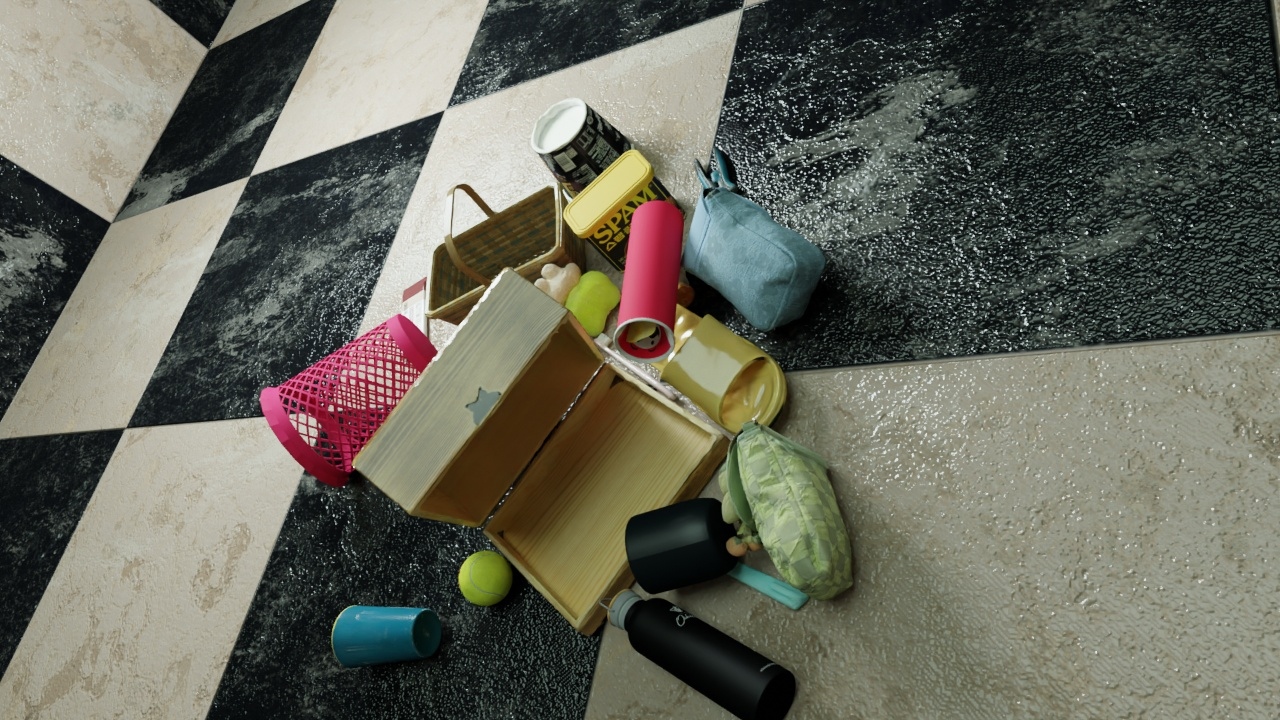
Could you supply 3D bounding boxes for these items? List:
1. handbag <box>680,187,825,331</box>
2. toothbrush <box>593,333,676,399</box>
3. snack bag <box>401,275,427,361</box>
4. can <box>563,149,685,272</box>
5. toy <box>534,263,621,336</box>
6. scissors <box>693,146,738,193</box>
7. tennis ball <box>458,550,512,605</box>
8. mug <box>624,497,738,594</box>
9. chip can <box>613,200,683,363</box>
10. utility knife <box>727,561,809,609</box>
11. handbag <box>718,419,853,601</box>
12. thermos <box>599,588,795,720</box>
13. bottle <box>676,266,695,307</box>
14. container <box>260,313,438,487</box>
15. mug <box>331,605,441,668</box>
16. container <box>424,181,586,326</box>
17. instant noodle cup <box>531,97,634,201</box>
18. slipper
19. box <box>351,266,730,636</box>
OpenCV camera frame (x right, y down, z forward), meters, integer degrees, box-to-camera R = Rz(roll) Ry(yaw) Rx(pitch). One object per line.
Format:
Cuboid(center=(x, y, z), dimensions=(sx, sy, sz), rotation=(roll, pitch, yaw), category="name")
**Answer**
Cuboid(center=(0.139, -0.126, 1.103), dimensions=(0.192, 0.118, 0.122), rotation=(40, 129, 36), category="handbag")
Cuboid(center=(-0.007, 0.007, 1.186), dimensions=(0.018, 0.016, 0.181), rotation=(-47, 44, -7), category="toothbrush")
Cuboid(center=(-0.372, -0.071, 1.515), dimensions=(0.057, 0.013, 0.157), rotation=(-29, 48, 21), category="snack bag")
Cuboid(center=(-0.019, -0.204, 1.272), dimensions=(0.135, 0.104, 0.075), rotation=(-41, 45, 7), category="can")
Cuboid(center=(-0.088, -0.088, 1.256), dimensions=(0.092, 0.115, 0.046), rotation=(-62, 7, -10), category="toy")
Cuboid(center=(0.110, -0.246, 1.264), dimensions=(0.128, 0.019, 0.140), rotation=(13, 72, 41), category="scissors")
Cuboid(center=(-0.188, 0.264, 1.115), dimensions=(0.065, 0.065, 0.065), rotation=(-19, 52, 26), category="tennis ball")
Cuboid(center=(0.050, 0.185, 0.972), dimensions=(0.095, 0.085, 0.121), rotation=(-20, 12, 23), category="mug")
Cuboid(center=(0.014, -0.099, 1.102), dimensions=(0.069, 0.069, 0.220), rotation=(-20, 41, 25), category="chip can")
Cuboid(center=(0.098, 0.218, 0.965), dimensions=(0.180, 0.016, 0.022), rotation=(18, 61, 42), category="utility knife")
Cuboid(center=(0.136, 0.156, 0.913), dimensions=(0.117, 0.113, 0.186), rotation=(-34, 47, 24), category="handbag")
Cuboid(center=(0.045, 0.288, 0.925), dimensions=(0.232, 0.061, 0.061), rotation=(19, 74, 43), category="thermos")
Cuboid(center=(0.030, -0.109, 1.202), dimensions=(0.063, 0.063, 0.108), rotation=(-44, 47, 4), category="bottle")
Cuboid(center=(-0.410, 0.047, 1.366), dimensions=(0.226, 0.183, 0.183), rotation=(-37, 45, 1), category="container")
Cuboid(center=(-0.316, 0.345, 1.155), dimensions=(0.122, 0.078, 0.078), rotation=(-11, 55, 25), category="mug")
Cuboid(center=(-0.216, -0.161, 1.334), dimensions=(0.250, 0.186, 0.157), rotation=(-23, 50, 23), category="container")
Cuboid(center=(-0.094, -0.328, 1.407), dimensions=(0.137, 0.112, 0.137), rotation=(-19, 53, 26), category="instant noodle cup")
Cuboid(center=(0.065, -0.009, 1.076), dimensions=(0.099, 0.078, 0.263), rotation=(-50, 47, -5), category="slipper")
Cuboid(center=(-0.090, 0.119, 1.078), dimensions=(0.315, 0.282, 0.279), rotation=(34, 84, 13), category="box")
